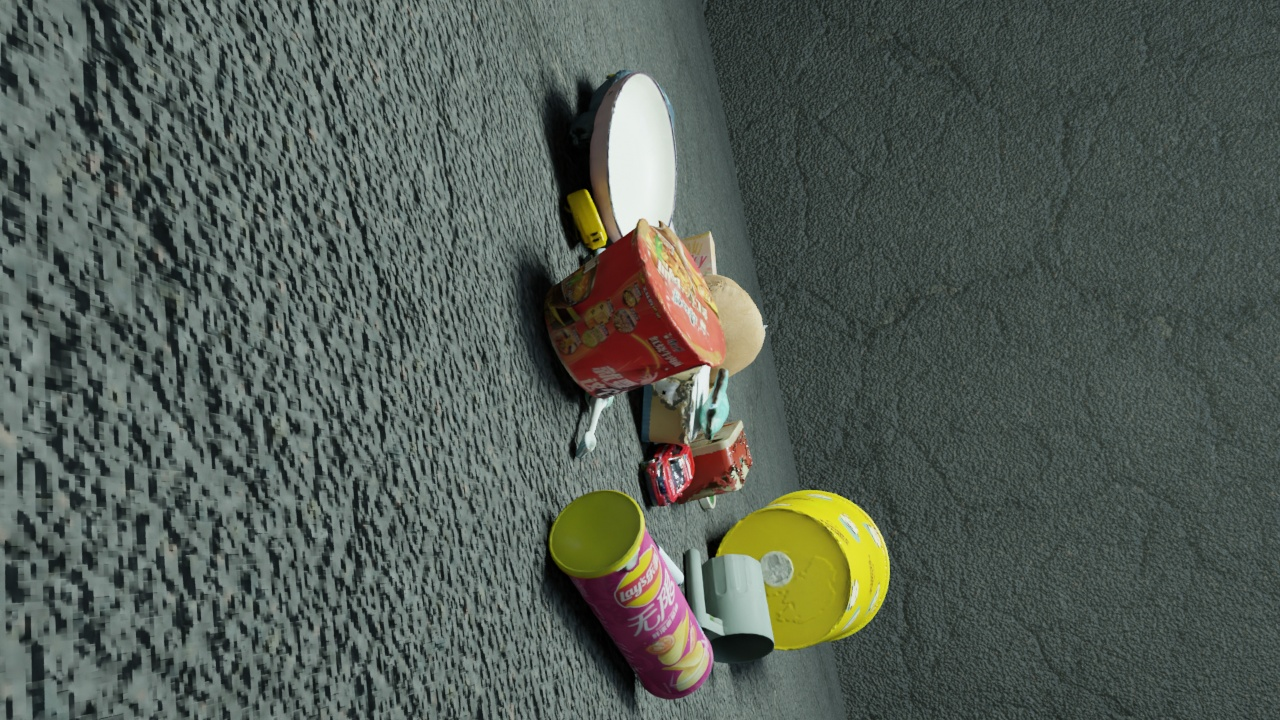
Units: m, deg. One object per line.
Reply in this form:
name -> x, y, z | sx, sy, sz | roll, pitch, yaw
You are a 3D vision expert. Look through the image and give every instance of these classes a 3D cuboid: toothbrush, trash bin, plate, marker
toothbrush -> -0.034, 0.019, 0.843 | 0.026, 0.027, 0.224 | 35, 27, -14
trash bin -> 0.223, 0.299, 1.299 | 0.255, 0.230, 0.229 | 21, 57, -68
plate -> -0.011, -0.204, 0.968 | 0.192, 0.039, 0.192 | 4, 90, -68
marker -> 0.021, 0.201, 0.924 | 0.018, 0.023, 0.131 | -50, 145, -15

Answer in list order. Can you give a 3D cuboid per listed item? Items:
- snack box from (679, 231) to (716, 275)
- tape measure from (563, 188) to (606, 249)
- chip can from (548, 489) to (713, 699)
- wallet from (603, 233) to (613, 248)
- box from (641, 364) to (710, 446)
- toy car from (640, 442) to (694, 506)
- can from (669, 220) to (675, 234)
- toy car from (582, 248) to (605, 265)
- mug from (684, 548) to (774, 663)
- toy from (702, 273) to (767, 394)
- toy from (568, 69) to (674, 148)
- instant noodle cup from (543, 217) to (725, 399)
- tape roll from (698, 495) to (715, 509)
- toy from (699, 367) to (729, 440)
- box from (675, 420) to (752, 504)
snack box -> 0.064, -0.114, 1.278 | 0.157, 0.084, 0.026 | -90, 159, -45
tape measure -> -0.055, -0.137, 0.896 | 0.060, 0.029, 0.057 | -117, -175, -68
chip can -> -0.001, 0.189, 0.720 | 0.071, 0.071, 0.211 | -90, 163, -44
wallet -> -0.018, -0.138, 1.048 | 0.106, 0.037, 0.129 | -16, 94, -77
box -> 0.045, 0.039, 1.060 | 0.184, 0.059, 0.090 | -38, 133, -79
toy car -> 0.032, 0.120, 1.000 | 0.120, 0.045, 0.053 | -43, 118, -73
can -> 0.024, -0.148, 1.202 | 0.053, 0.053, 0.135 | -69, 145, -68
toy car -> -0.030, -0.071, 0.900 | 0.043, 0.034, 0.090 | 16, 54, -35
mug -> 0.097, 0.284, 1.077 | 0.124, 0.084, 0.103 | 35, 36, -34
toy -> 0.099, -0.020, 1.208 | 0.226, 0.143, 0.082 | 65, 13, -47
toy -> -0.014, -0.279, 1.117 | 0.355, 0.091, 0.138 | -16, 121, -76
instant noodle cup -> -0.007, -0.035, 0.775 | 0.138, 0.109, 0.137 | 48, 26, -33
tape roll -> 0.088, 0.164, 1.272 | 0.085, 0.014, 0.086 | -12, 89, -78
toy -> 0.084, 0.052, 1.024 | 0.091, 0.030, 0.096 | -46, 149, -78
box -> 0.091, 0.130, 1.137 | 0.168, 0.091, 0.077 | -25, 99, -77
